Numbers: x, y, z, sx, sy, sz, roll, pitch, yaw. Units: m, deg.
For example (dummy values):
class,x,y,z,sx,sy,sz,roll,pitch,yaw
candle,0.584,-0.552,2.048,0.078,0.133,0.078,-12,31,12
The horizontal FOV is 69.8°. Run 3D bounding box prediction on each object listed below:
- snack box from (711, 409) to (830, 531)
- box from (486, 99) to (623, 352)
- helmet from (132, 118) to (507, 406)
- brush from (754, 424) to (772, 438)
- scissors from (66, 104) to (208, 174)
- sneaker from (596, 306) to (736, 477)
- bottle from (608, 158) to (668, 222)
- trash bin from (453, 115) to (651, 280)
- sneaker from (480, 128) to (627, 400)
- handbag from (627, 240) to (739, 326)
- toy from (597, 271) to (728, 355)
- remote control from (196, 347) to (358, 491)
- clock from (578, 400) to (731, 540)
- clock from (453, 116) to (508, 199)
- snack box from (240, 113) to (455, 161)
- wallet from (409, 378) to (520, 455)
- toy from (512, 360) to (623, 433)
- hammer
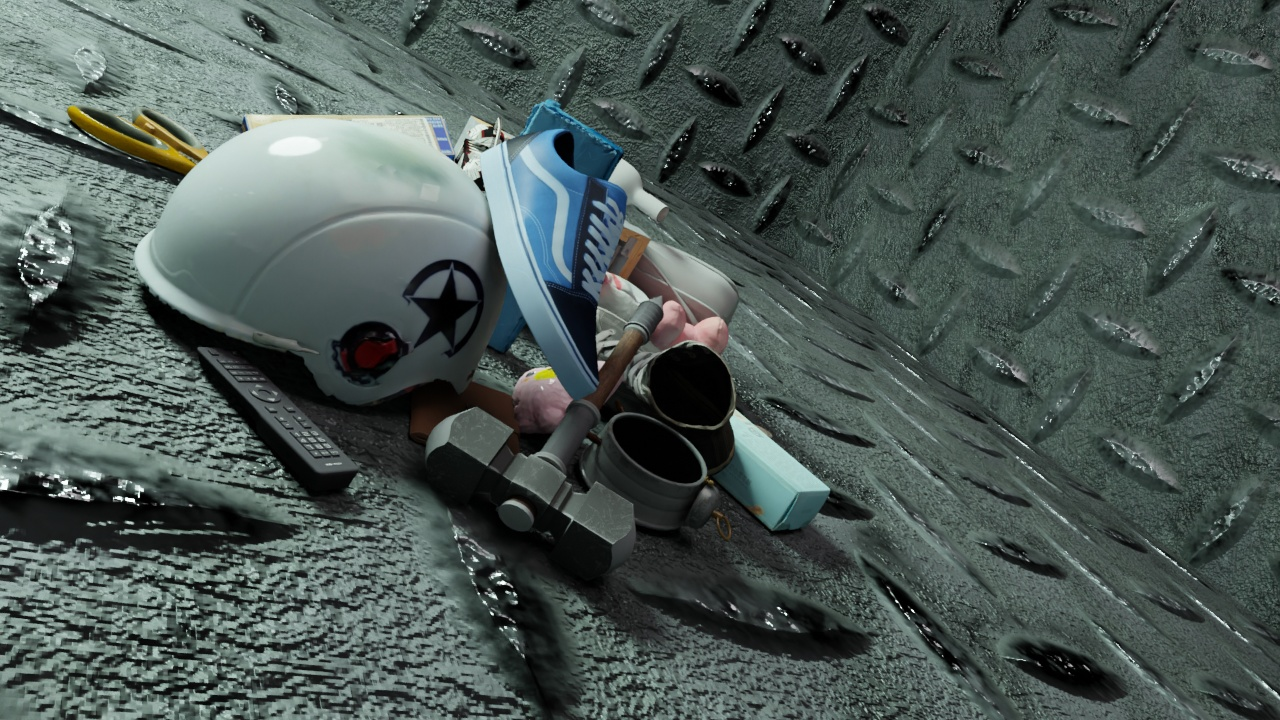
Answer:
class,x,y,z,sx,sy,sz,roll,pitch,yaw
snack box,0.103,0.098,0.931,0.175,0.053,0.074,40,17,31
box,-0.111,-0.120,0.857,0.093,0.232,0.048,35,19,3
helmet,-0.217,-0.095,0.686,0.263,0.164,0.236,9,25,-47
brush,0.085,0.062,1.091,0.217,0.012,0.033,22,17,-39
scissors,-0.414,-0.185,0.875,0.225,0.016,0.161,28,16,-15
sneaker,-0.005,0.005,0.859,0.235,0.095,0.120,44,-19,19
bottle,-0.044,-0.226,1.104,0.195,0.052,0.052,39,17,23
trash bin,-0.134,-0.161,1.108,0.142,0.143,0.247,18,21,-42
sneaker,-0.051,-0.089,0.686,0.083,0.098,0.241,59,10,-57
handbag,0.004,-0.080,1.170,0.222,0.095,0.216,31,-25,7
toy,-0.018,-0.038,1.007,0.213,0.084,0.142,26,-27,-29
remote control,-0.225,0.033,0.561,0.136,0.015,0.032,36,16,25
clock,0.014,0.098,0.749,0.148,0.056,0.103,35,24,13
clock,-0.168,-0.188,0.984,0.065,0.155,0.114,17,46,-20
snack box,-0.301,-0.218,0.955,0.206,0.057,0.056,-9,69,-33
wallet,-0.136,0.043,0.711,0.087,0.013,0.121,21,18,-20
toy,-0.072,0.032,0.777,0.103,0.050,0.093,-6,24,30
hammer,-0.031,0.021,0.720,0.156,0.043,0.321,32,36,0
